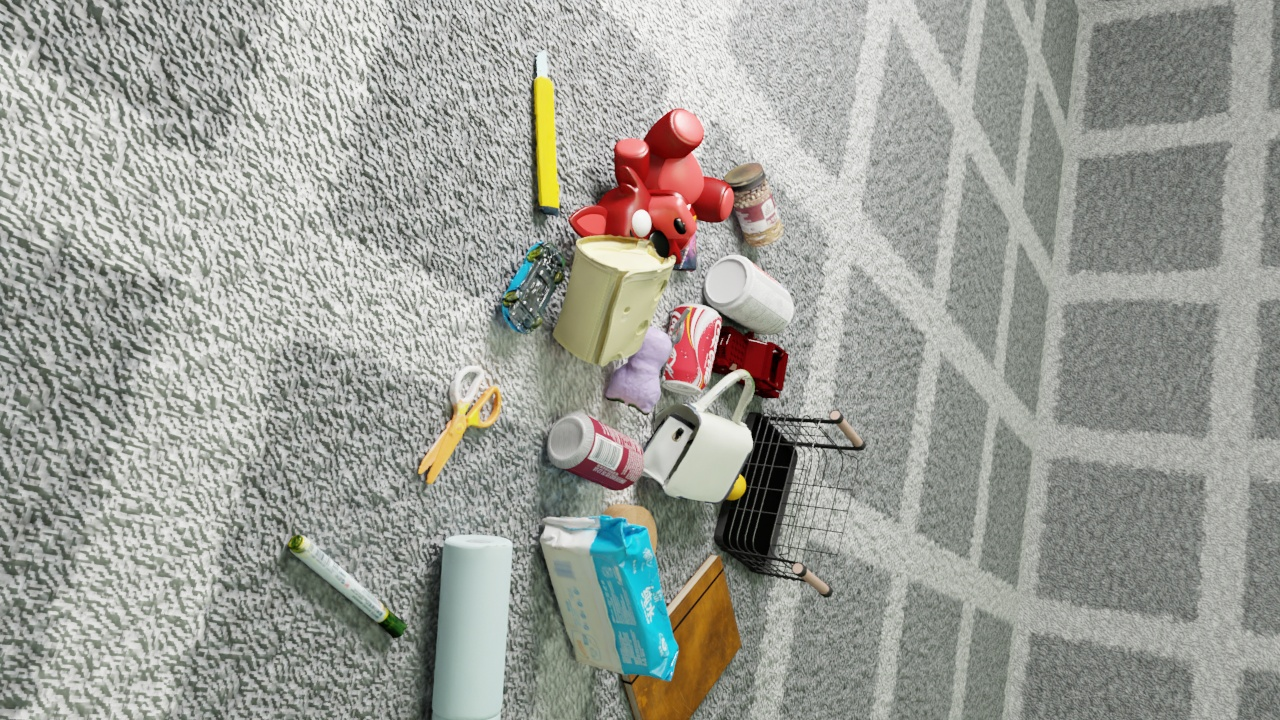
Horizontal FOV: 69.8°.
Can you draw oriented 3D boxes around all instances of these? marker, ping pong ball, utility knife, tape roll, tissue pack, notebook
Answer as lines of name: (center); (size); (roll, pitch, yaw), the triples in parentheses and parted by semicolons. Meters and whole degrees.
marker: (-0.247, 0.194, 0.781); (0.146, 0.017, 0.017); (58, 48, -37)
ping pong ball: (0.125, 0.173, 1.267); (0.040, 0.040, 0.040); (-3, 94, -54)
utility knife: (-0.098, -0.238, 0.964); (0.030, 0.017, 0.175); (-5, 96, -58)
tape roll: (-0.019, 0.217, 1.084); (0.093, 0.027, 0.094); (-3, 94, -54)
tissue pack: (-0.034, 0.251, 0.991); (0.065, 0.117, 0.209); (-45, 126, -50)
notebook: (0.053, 0.384, 1.200); (0.248, 0.014, 0.178); (-39, 122, -46)

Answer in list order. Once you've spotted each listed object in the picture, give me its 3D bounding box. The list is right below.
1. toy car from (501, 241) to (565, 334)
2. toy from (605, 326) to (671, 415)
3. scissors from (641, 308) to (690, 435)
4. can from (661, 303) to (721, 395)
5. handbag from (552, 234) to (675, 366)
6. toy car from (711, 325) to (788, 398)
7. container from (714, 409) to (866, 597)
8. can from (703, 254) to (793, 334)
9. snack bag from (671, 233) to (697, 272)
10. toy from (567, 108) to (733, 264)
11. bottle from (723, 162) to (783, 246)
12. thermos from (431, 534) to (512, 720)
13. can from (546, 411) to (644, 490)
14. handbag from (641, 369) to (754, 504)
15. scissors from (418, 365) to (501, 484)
toy car: (-0.113, -0.075, 0.938); (0.048, 0.032, 0.105); (51, 50, -42)
toy: (-0.006, 0.006, 1.059); (0.036, 0.080, 0.100); (1, 109, -68)
scissors: (0.028, 0.008, 1.083); (0.141, 0.014, 0.172); (-89, -163, -44)
can: (0.062, -0.014, 1.152); (0.064, 0.064, 0.104); (31, 67, -50)
handbag: (-0.025, -0.068, 0.977); (0.111, 0.081, 0.119); (-14, 132, -46)
toy car: (0.159, 0.005, 1.286); (0.169, 0.062, 0.070); (29, 68, -50)
container: (0.222, 0.199, 1.323); (0.163, 0.130, 0.240); (43, 58, -46)
can: (0.151, -0.086, 1.258); (0.136, 0.078, 0.078); (26, 71, -51)
snack bag: (0.044, -0.190, 1.160); (0.074, 0.018, 0.155); (-8, 96, -52)
toy: (0.013, -0.171, 1.044); (0.196, 0.121, 0.158); (-56, 136, -25)
bottle: (0.159, -0.216, 1.281); (0.056, 0.056, 0.105); (-53, 131, -38)
thermos: (-0.159, 0.272, 0.864); (0.078, 0.065, 0.207); (14, 80, -79)
can: (-0.048, 0.101, 1.009); (0.114, 0.063, 0.063); (33, 66, -49)
handbag: (0.083, 0.086, 1.151); (0.151, 0.074, 0.176); (20, 101, -53)
scissors: (-0.178, 0.059, 0.872); (0.131, 0.013, 0.073); (-56, 132, -38)
